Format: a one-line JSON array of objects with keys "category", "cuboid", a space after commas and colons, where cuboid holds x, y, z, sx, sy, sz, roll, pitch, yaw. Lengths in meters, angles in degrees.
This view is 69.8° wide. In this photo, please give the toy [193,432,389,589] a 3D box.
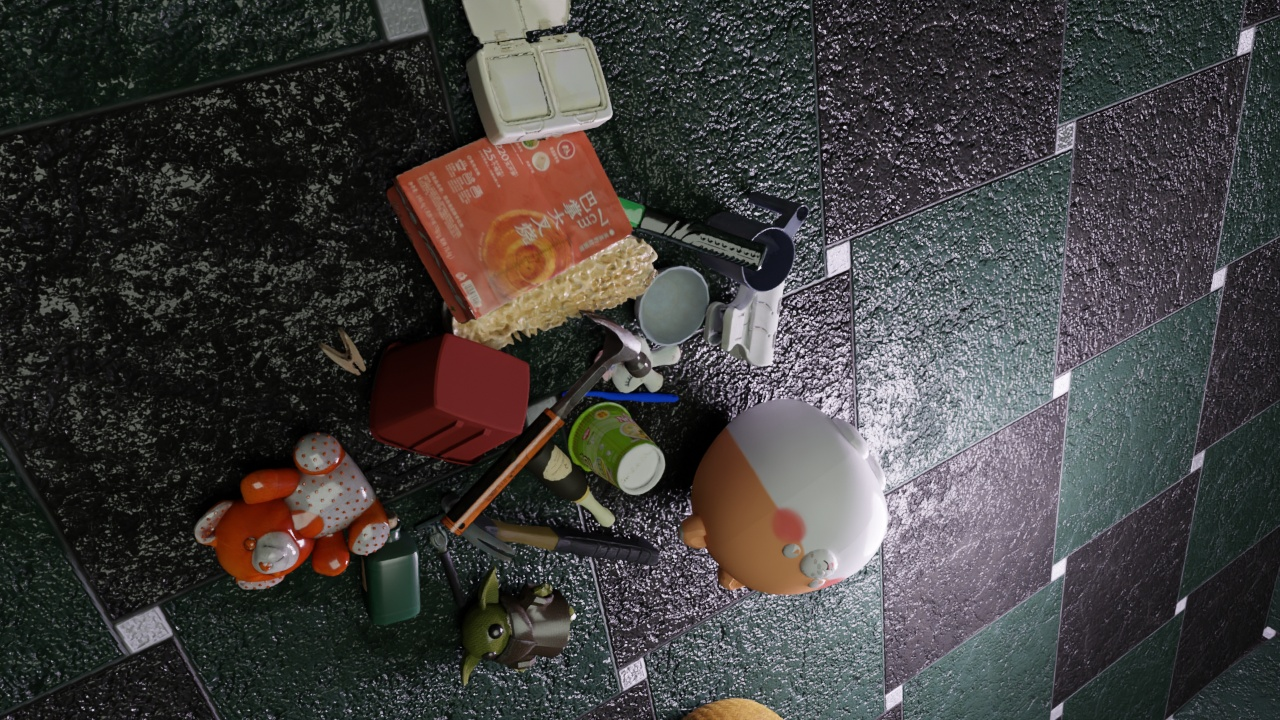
[{"category": "toy", "cuboid": [-0.374, 0.173, 0.987, 0.172, 0.093, 0.164, -34, 126, -15]}]

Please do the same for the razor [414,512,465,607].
[{"category": "razor", "cuboid": [-0.242, 0.257, 1.155, 0.042, 0.022, 0.144, -24, 122, -21]}]

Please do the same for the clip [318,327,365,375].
[{"category": "clip", "cuboid": [-0.323, -0.003, 0.986, 0.041, 0.024, 0.061, -31, 128, -19]}]

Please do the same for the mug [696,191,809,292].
[{"category": "mug", "cuboid": [0.144, -0.158, 1.172, 0.083, 0.104, 0.124, 35, 89, -38]}]

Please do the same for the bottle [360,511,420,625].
[{"category": "bottle", "cuboid": [-0.297, 0.240, 1.086, 0.061, 0.061, 0.131, -8, 115, -28]}]

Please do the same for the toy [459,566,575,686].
[{"category": "toy", "cuboid": [-0.161, 0.353, 1.214, 0.152, 0.078, 0.179, 4, 110, -34]}]

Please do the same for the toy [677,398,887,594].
[{"category": "toy", "cuboid": [0.198, 0.199, 1.270, 0.281, 0.265, 0.263, -36, 125, 3]}]

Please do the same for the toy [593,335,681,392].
[{"category": "toy", "cuboid": [-0.007, 0.007, 1.189, 0.122, 0.038, 0.079, 4, 115, -32]}]

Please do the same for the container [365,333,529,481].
[{"category": "container", "cuboid": [-0.231, 0.053, 1.028, 0.148, 0.201, 0.126, 22, 61, -38]}]

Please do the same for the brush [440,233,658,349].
[{"category": "brush", "cuboid": [-0.103, -0.084, 1.073, 0.270, 0.057, 0.083, -21, 118, -25]}]

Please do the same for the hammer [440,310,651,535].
[{"category": "hammer", "cuboid": [-0.121, 0.075, 1.079, 0.314, 0.035, 0.138, -47, 139, -10]}]

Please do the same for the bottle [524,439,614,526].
[{"category": "bottle", "cuboid": [-0.089, 0.164, 1.199, 0.045, 0.045, 0.184, -46, 128, -8]}]

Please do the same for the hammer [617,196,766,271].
[{"category": "hammer", "cuboid": [-0.002, -0.166, 1.054, 0.318, 0.032, 0.130, 17, 91, -16]}]

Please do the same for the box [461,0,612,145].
[{"category": "box", "cuboid": [-0.112, -0.324, 0.951, 0.143, 0.050, 0.184, -21, 98, -32]}]

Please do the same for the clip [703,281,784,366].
[{"category": "clip", "cuboid": [0.153, -0.052, 1.224, 0.151, 0.096, 0.126, -27, 126, -60]}]

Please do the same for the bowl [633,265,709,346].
[{"category": "bowl", "cuboid": [0.034, -0.075, 1.178, 0.106, 0.039, 0.106, -14, 117, -28]}]

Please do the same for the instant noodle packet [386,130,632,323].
[{"category": "instant noodle packet", "cuboid": [-0.129, -0.161, 0.972, 0.220, 0.084, 0.164, -32, 99, -19]}]

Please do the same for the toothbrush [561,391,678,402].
[{"category": "toothbrush", "cuboid": [-0.024, 0.050, 1.210, 0.182, 0.016, 0.018, 3, 114, -34]}]

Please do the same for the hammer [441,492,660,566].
[{"category": "hammer", "cuboid": [-0.097, 0.235, 1.196, 0.332, 0.118, 0.025, 20, 101, -43]}]

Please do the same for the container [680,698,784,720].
[{"category": "container", "cuboid": [0.144, 0.713, 1.501, 0.306, 0.197, 0.307, -15, 119, -29]}]

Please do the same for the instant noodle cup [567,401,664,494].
[{"category": "instant noodle cup", "cuboid": [-0.026, 0.118, 1.181, 0.098, 0.108, 0.099, -13, 116, -29]}]
